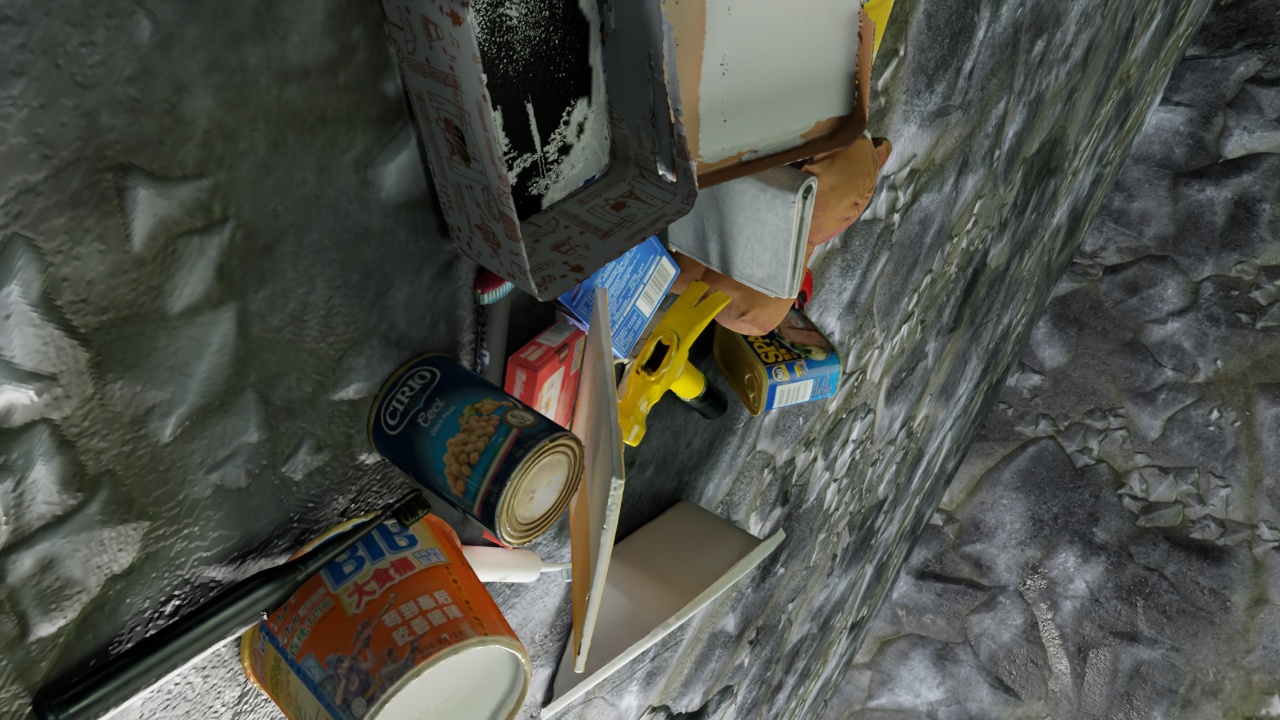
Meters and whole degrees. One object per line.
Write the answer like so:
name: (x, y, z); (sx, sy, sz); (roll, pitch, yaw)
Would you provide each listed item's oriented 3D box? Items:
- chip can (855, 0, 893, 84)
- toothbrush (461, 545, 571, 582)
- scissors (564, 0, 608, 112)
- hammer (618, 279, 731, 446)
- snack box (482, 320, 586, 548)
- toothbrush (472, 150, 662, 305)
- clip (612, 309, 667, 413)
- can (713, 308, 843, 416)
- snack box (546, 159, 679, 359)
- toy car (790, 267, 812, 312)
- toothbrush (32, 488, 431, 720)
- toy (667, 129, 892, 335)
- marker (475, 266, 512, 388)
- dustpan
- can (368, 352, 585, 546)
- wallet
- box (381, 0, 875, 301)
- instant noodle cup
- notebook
chip can: (0.173, -0.325, 0.701); (0.071, 0.072, 0.214); (-22, 135, -50)
toothbrush: (-0.103, 0.162, 0.726); (0.221, 0.027, 0.026); (29, 54, -63)
scissors: (-0.031, -0.225, 0.504); (0.185, 0.019, 0.129); (-61, 152, -4)
hammer: (0.041, 0.019, 0.761); (0.128, 0.033, 0.300); (-60, 165, -2)
snack box: (-0.076, 0.053, 0.654); (0.075, 0.025, 0.153); (-46, 152, -57)
toothbrush: (-0.034, -0.087, 0.569); (0.187, 0.016, 0.017); (-42, 151, -33)
clip: (-0.006, 0.004, 0.738); (0.096, 0.035, 0.101); (12, 100, -63)
can: (0.126, -0.002, 0.851); (0.083, 0.102, 0.057); (-11, 130, -18)
snack box: (-0.026, -0.066, 0.646); (0.084, 0.026, 0.157); (-59, 152, -7)
toy car: (0.153, -0.049, 0.961); (0.106, 0.031, 0.049); (-63, 153, -2)
toothbrush: (-0.205, 0.128, 0.491); (0.212, 0.027, 0.026); (-31, 150, -31)
toy: (0.113, -0.120, 0.742); (0.200, 0.130, 0.140); (-48, 159, 20)
marker: (-0.096, -0.002, 0.595); (0.022, 0.020, 0.132); (-19, 132, -38)
dustpan: (0.039, 0.257, 0.931); (0.222, 0.143, 0.258); (-23, 133, -50)
can: (-0.096, 0.052, 0.545); (0.075, 0.111, 0.075); (-40, 145, -35)
wallet: (0.062, -0.107, 0.646); (0.036, 0.130, 0.107); (-37, 144, -33)
box: (0.013, -0.164, 0.496); (0.260, 0.103, 0.179); (-35, 139, -26)
instant noodle cup: (-0.145, 0.181, 0.552); (0.151, 0.111, 0.152); (-26, 134, -31)
notebook: (-0.030, 0.064, 0.572); (0.206, 0.010, 0.146); (-99, -162, -57)
